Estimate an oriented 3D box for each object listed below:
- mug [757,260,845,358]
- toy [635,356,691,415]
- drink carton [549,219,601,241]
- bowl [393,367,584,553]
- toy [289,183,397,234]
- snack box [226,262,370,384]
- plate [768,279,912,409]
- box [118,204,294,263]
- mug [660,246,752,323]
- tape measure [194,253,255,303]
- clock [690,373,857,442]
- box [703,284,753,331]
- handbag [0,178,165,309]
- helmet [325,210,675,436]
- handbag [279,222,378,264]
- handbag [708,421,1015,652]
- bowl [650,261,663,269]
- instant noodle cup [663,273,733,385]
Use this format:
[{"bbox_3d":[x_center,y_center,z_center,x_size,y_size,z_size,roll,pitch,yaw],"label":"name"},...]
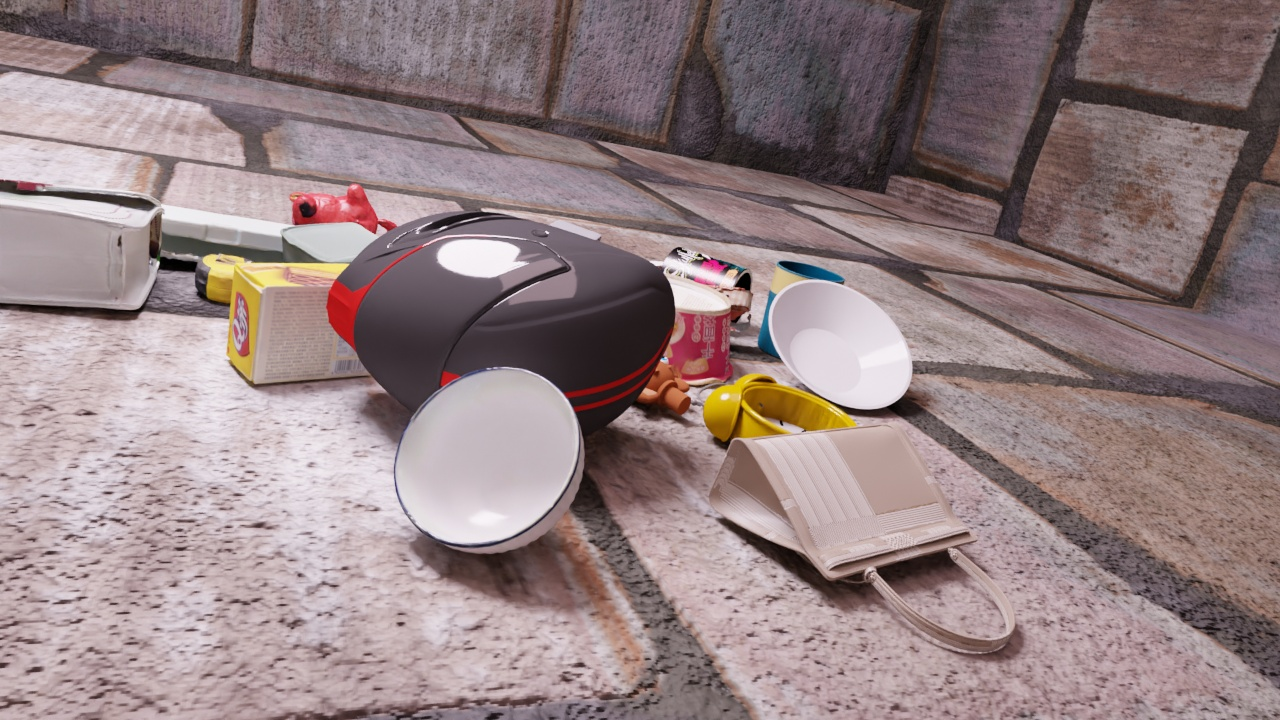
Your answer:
[{"bbox_3d":[0.207,-0.055,1.111,0.113,0.107,0.083,13,17,0],"label":"mug"},{"bbox_3d":[-0.005,0.005,0.859,0.128,0.065,0.094,32,27,31],"label":"toy"},{"bbox_3d":[-0.085,-0.072,0.928,0.048,0.125,0.076,20,19,4],"label":"drink carton"},{"bbox_3d":[-0.087,0.070,0.575,0.118,0.118,0.062,22,-22,25],"label":"bowl"},{"bbox_3d":[-0.360,-0.171,1.112,0.132,0.088,0.094,2,10,-33],"label":"toy"},{"bbox_3d":[-0.272,-0.032,0.747,0.105,0.084,0.061,-5,27,-45],"label":"snack box"},{"bbox_3d":[0.215,-0.010,1.022,0.174,0.036,0.173,11,52,-15],"label":"plate"},{"bbox_3d":[-0.438,-0.130,0.954,0.198,0.066,0.083,6,42,-31],"label":"box"},{"bbox_3d":[0.072,-0.081,1.159,0.098,0.082,0.117,21,47,22],"label":"mug"},{"bbox_3d":[-0.392,-0.080,0.879,0.064,0.037,0.065,7,19,-20],"label":"tape measure"},{"bbox_3d":[0.122,0.056,0.817,0.152,0.052,0.113,27,22,24],"label":"clock"},{"bbox_3d":[0.041,-0.062,1.100,0.188,0.062,0.058,7,0,19],"label":"box"},{"bbox_3d":[-0.525,-0.111,0.787,0.198,0.096,0.142,4,20,-22],"label":"handbag"},{"bbox_3d":[-0.089,-0.017,0.702,0.264,0.164,0.170,-8,37,-28],"label":"helmet"},{"bbox_3d":[-0.296,-0.093,0.934,0.105,0.067,0.122,-18,34,-42],"label":"handbag"},{"bbox_3d":[0.178,0.126,0.648,0.175,0.062,0.198,-2,33,-37],"label":"handbag"},{"bbox_3d":[-0.018,-0.105,1.194,0.110,0.040,0.110,-1,10,0],"label":"bowl"},{"bbox_3d":[0.023,-0.044,0.996,0.178,0.078,0.178,12,18,-4],"label":"instant noodle cup"}]
